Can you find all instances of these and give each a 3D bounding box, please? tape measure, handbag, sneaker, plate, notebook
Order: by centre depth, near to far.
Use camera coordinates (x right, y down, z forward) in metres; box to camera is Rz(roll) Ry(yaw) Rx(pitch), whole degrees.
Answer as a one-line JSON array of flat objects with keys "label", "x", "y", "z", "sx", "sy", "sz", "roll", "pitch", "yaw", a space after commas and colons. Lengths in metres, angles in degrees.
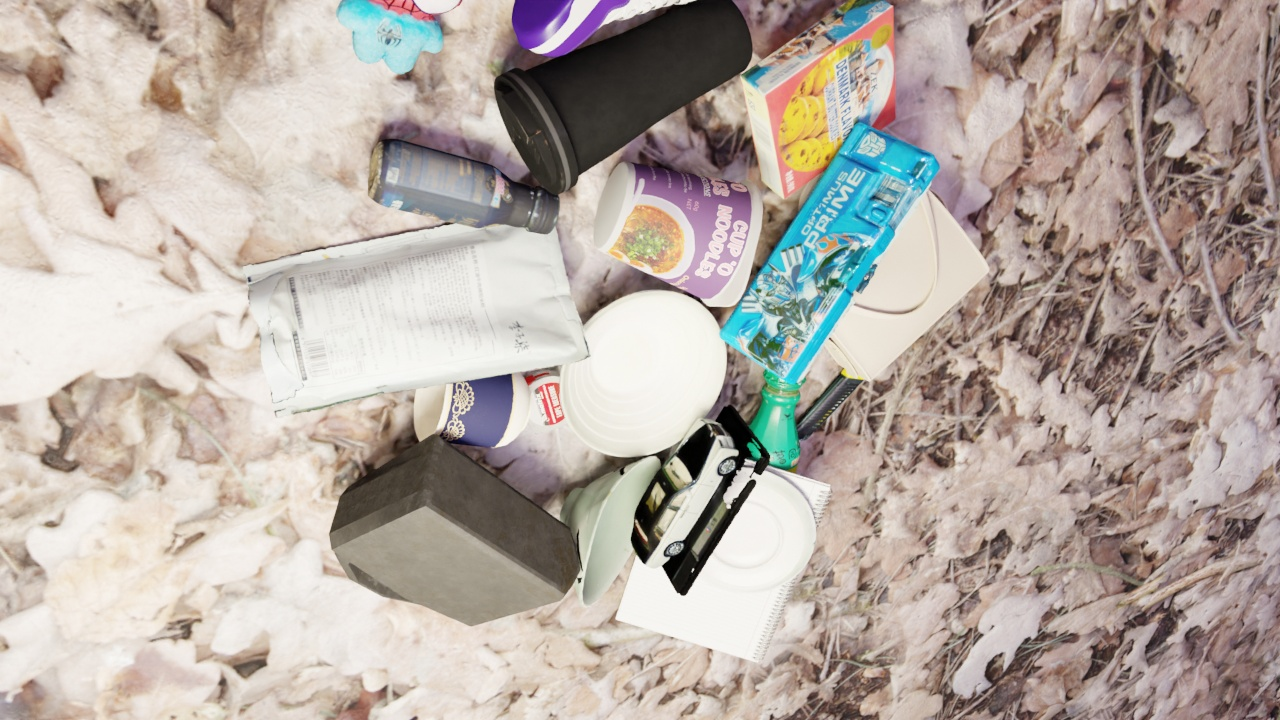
[{"label": "sneaker", "x": 0.002, "y": -0.322, "z": 0.741, "sx": 0.244, "sy": 0.092, "sz": 0.111, "roll": -49, "pitch": 136, "yaw": -3}, {"label": "handbag", "x": -0.194, "y": 0.173, "z": 0.869, "sx": 0.200, "sy": 0.102, "sz": 0.197, "roll": -26, "pitch": 130, "yaw": 27}, {"label": "tape measure", "x": -0.091, "y": 0.038, "z": 0.910, "sx": 0.062, "sy": 0.020, "sz": 0.060, "roll": -21, "pitch": 120, "yaw": -13}, {"label": "handbag", "x": 0.232, "y": -0.111, "z": 0.953, "sx": 0.194, "sy": 0.101, "sz": 0.198, "roll": -42, "pitch": 111, "yaw": -1}, {"label": "plate", "x": 0.112, "y": 0.188, "z": 0.995, "sx": 0.157, "sy": 0.014, "sz": 0.157, "roll": 3, "pitch": 110, "yaw": 8}, {"label": "notebook", "x": 0.089, "y": 0.218, "z": 1.024, "sx": 0.178, "sy": 0.013, "sz": 0.246, "roll": 17, "pitch": 112, "yaw": 0}]

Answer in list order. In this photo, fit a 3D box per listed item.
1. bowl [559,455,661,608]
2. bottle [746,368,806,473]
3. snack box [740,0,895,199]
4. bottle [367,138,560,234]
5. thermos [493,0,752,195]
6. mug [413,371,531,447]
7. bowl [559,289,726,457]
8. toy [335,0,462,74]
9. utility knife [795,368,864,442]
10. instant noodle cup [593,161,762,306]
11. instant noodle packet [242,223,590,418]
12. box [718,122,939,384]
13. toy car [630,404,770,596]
[{"label": "bowl", "x": -0.046, "y": 0.163, "z": 0.956, "sx": 0.173, "sy": 0.068, "sz": 0.174, "roll": -53, "pitch": 157, "yaw": -35}, {"label": "bottle", "x": 0.142, "y": 0.102, "z": 1.017, "sx": 0.068, "sy": 0.068, "sz": 0.210, "roll": -2, "pitch": 114, "yaw": -24}, {"label": "snack box", "x": 0.170, "y": -0.243, "z": 0.853, "sx": 0.145, "sy": 0.040, "sz": 0.143, "roll": -36, "pitch": 147, "yaw": -5}, {"label": "bottle", "x": -0.147, "y": -0.143, "z": 0.778, "sx": 0.160, "sy": 0.056, "sz": 0.056, "roll": 10, "pitch": 109, "yaw": -28}, {"label": "thermos", "x": -0.013, "y": -0.232, "z": 0.776, "sx": 0.218, "sy": 0.106, "sz": 0.106, "roll": -32, "pitch": 122, "yaw": -14}, {"label": "mug", "x": -0.158, "y": 0.045, "z": 0.855, "sx": 0.089, "sy": 0.085, "sz": 0.112, "roll": 10, "pitch": 144, "yaw": -30}, {"label": "bowl", "x": -0.005, "y": 0.005, "z": 0.911, "sx": 0.176, "sy": 0.058, "sz": 0.177, "roll": -10, "pitch": 117, "yaw": -21}, {"label": "toy", "x": -0.180, "y": -0.283, "z": 0.697, "sx": 0.092, "sy": 0.062, "sz": 0.133, "roll": 16, "pitch": 118, "yaw": -22}, {"label": "utility knife", "x": 0.223, "y": 0.040, "z": 1.054, "sx": 0.188, "sy": 0.020, "sz": 0.029, "roll": -48, "pitch": 122, "yaw": 1}, {"label": "instant noodle cup", "x": 0.028, "y": -0.119, "z": 0.835, "sx": 0.121, "sy": 0.136, "sz": 0.122, "roll": 15, "pitch": 134, "yaw": -19}, {"label": "instant noodle packet", "x": -0.189, "y": -0.043, "z": 0.792, "sx": 0.268, "sy": 0.057, "sz": 0.146, "roll": -12, "pitch": 81, "yaw": -18}, {"label": "box", "x": 0.186, "y": -0.096, "z": 0.885, "sx": 0.243, "sy": 0.092, "sz": 0.085, "roll": -57, "pitch": 145, "yaw": 6}, {"label": "toy car", "x": 0.045, "y": 0.141, "z": 0.935, "sx": 0.071, "sy": 0.094, "sz": 0.192, "roll": 13, "pitch": 118, "yaw": -35}]
